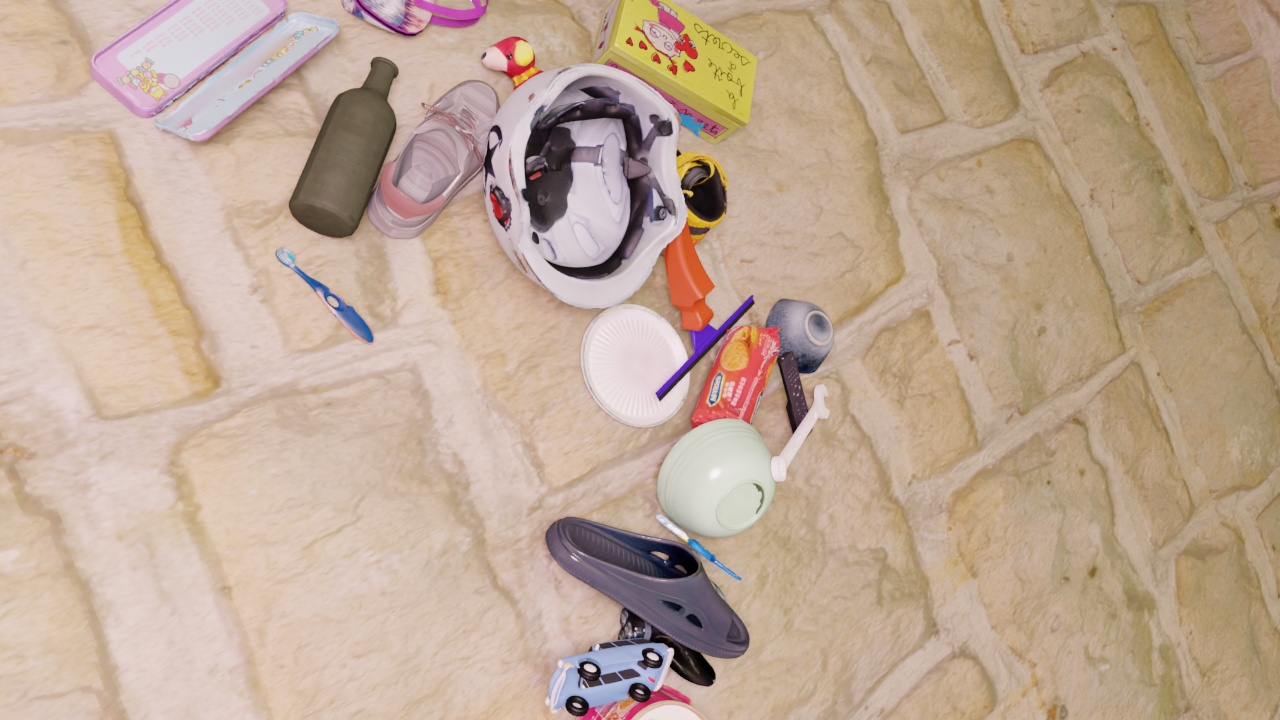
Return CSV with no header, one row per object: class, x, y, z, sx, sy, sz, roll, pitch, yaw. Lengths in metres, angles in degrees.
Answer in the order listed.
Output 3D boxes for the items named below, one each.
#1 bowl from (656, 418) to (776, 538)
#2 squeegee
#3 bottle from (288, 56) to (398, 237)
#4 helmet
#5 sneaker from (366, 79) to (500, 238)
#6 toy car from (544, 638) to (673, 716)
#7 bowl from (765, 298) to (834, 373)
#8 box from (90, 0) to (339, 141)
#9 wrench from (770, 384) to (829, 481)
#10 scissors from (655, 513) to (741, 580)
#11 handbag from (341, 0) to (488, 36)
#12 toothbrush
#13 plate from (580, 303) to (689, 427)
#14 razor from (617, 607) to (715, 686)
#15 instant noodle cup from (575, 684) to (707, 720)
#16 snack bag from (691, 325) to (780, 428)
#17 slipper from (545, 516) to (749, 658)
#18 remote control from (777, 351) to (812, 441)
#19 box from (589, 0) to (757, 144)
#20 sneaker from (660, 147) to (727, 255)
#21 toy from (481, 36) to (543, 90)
bowl,0.101,0.151,1.082,0.150,0.077,0.151,-12,120,-22
squeegee,0.062,-0.095,1.150,0.248,0.055,0.185,-44,133,-41
bottle,-0.305,-0.234,0.978,0.071,0.072,0.206,24,65,-25
helmet,-0.081,-0.197,1.051,0.236,0.164,0.264,-8,104,-36
sneaker,-0.214,-0.241,1.026,0.099,0.090,0.235,37,60,-19
toy car,-0.034,0.325,0.954,0.153,0.055,0.056,6,109,-41
bowl,0.230,-0.039,1.273,0.110,0.055,0.110,9,73,-29
box,-0.427,-0.313,0.936,0.149,0.051,0.213,32,59,4
wrench,0.208,0.091,1.177,0.272,0.009,0.047,-37,115,-61
scissors,0.066,0.219,1.078,0.130,0.125,0.014,38,85,21
handbag,-0.259,-0.443,1.078,0.169,0.068,0.144,3,76,-38
toothbrush,-0.325,-0.067,0.952,0.135,0.017,0.021,46,60,-13
plate,-0.007,0.007,1.134,0.156,0.014,0.156,10,71,-30
razor,0.030,0.332,1.049,0.064,0.053,0.140,-43,111,4
instant noodle cup,0.013,0.437,0.989,0.178,0.078,0.178,9,72,-30
snack bag,0.122,0.031,1.173,0.082,0.083,0.176,36,60,-19
slipper,0.023,0.234,1.026,0.268,0.110,0.083,32,105,-16
remote control,0.204,0.049,1.218,0.032,0.015,0.136,-45,129,-34
box,0.049,-0.401,1.244,0.221,0.082,0.124,24,65,-24
sneaker,0.015,-0.246,1.153,0.238,0.122,0.085,51,55,-12
toy,-0.129,-0.331,1.125,0.105,0.067,0.137,-40,107,-43
